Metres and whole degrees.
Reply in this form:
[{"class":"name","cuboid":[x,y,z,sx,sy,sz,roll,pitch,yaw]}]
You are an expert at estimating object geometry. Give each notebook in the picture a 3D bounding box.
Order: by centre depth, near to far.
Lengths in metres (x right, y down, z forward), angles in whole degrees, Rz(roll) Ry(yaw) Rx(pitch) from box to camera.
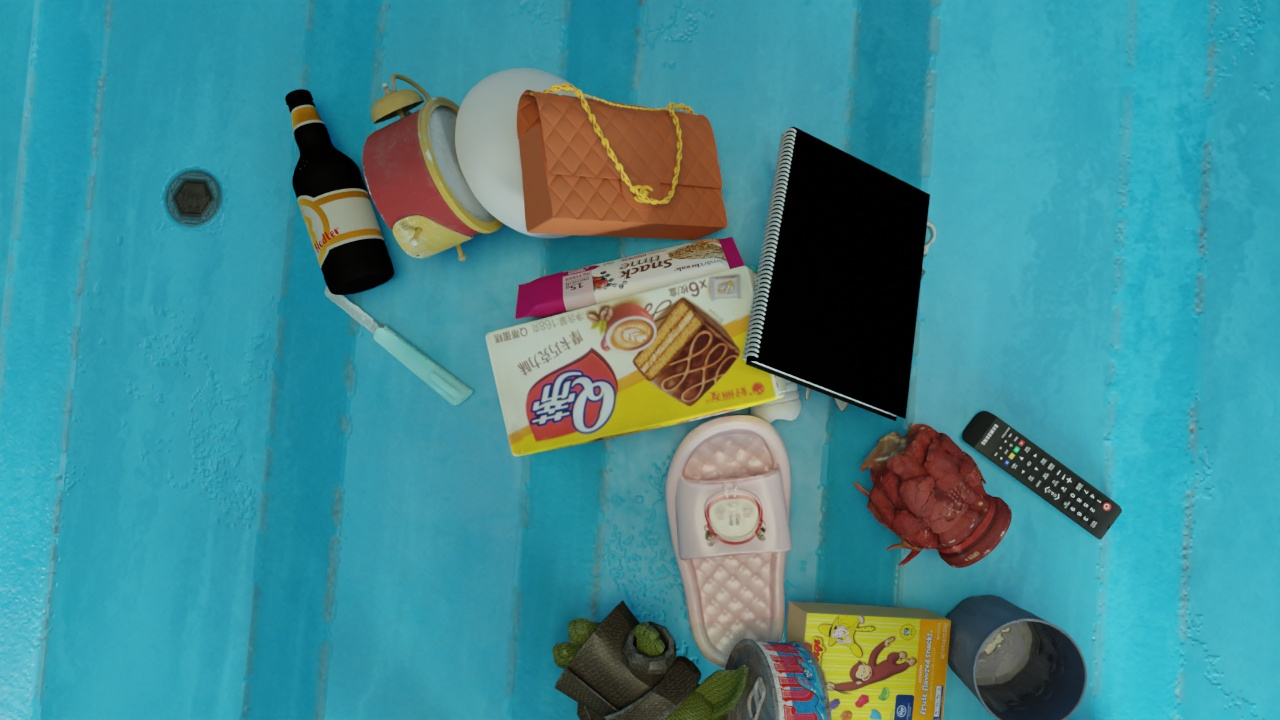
[{"class":"notebook","cuboid":[0.163,-0.071,0.739,0.149,0.016,0.206,20,69,-21]}]

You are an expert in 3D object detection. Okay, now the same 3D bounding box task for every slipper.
[{"class":"slipper","cuboid":[0.076,0.155,0.772,0.107,0.055,0.221,-3,96,3]}]

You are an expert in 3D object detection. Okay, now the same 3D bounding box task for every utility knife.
[{"class":"utility knife","cuboid":[-0.220,-0.015,0.822,0.165,0.015,0.022,38,89,2]}]

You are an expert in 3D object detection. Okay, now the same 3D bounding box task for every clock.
[{"class":"clock","cuboid":[-0.184,-0.166,0.777,0.081,0.117,0.158,-19,79,20]}]

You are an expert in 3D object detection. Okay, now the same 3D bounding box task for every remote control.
[{"class":"remote control","cuboid":[0.343,0.098,0.784,0.147,0.015,0.033,37,90,4]}]

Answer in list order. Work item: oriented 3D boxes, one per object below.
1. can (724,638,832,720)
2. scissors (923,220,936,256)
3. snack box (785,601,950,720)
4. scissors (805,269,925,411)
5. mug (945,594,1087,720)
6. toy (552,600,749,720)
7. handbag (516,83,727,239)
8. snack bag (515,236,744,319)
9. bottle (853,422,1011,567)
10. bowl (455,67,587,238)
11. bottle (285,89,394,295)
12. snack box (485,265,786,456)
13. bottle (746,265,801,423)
[{"class":"can","cuboid":[0.102,0.285,0.714,0.044,0.130,0.130,6,88,-12]},{"class":"scissors","cuboid":[0.190,-0.087,0.802,0.141,0.014,0.175,-7,89,1]},{"class":"snack box","cuboid":[0.185,0.251,0.759,0.125,0.040,0.088,6,88,-11]},{"class":"scissors","cuboid":[0.181,-0.039,0.786,0.155,0.019,0.124,-37,91,-3]},{"class":"mug","cuboid":[0.303,0.256,0.735,0.084,0.104,0.124,-26,86,1]},{"class":"toy","cuboid":[-0.002,0.272,0.752,0.153,0.078,0.180,38,124,13]},{"class":"handbag","cuboid":[-0.010,-0.161,0.750,0.171,0.060,0.109,-3,83,-35]},{"class":"snack bag","cuboid":[-0.012,-0.073,0.790,0.196,0.070,0.016,-12,120,3]},{"class":"bottle","cuboid":[0.235,0.114,0.758,0.111,0.099,0.099,42,90,-6]},{"class":"bowl","cuboid":[-0.077,-0.180,0.767,0.149,0.043,0.149,7,77,-32]},{"class":"bottle","cuboid":[-0.274,-0.152,0.809,0.059,0.059,0.181,-20,86,2]},{"class":"snack box","cuboid":[-0.005,0.004,0.763,0.230,0.061,0.110,-14,86,15]},{"class":"bottle","cuboid":[0.105,-0.014,0.789,0.044,0.044,0.136,-12,87,3]}]
